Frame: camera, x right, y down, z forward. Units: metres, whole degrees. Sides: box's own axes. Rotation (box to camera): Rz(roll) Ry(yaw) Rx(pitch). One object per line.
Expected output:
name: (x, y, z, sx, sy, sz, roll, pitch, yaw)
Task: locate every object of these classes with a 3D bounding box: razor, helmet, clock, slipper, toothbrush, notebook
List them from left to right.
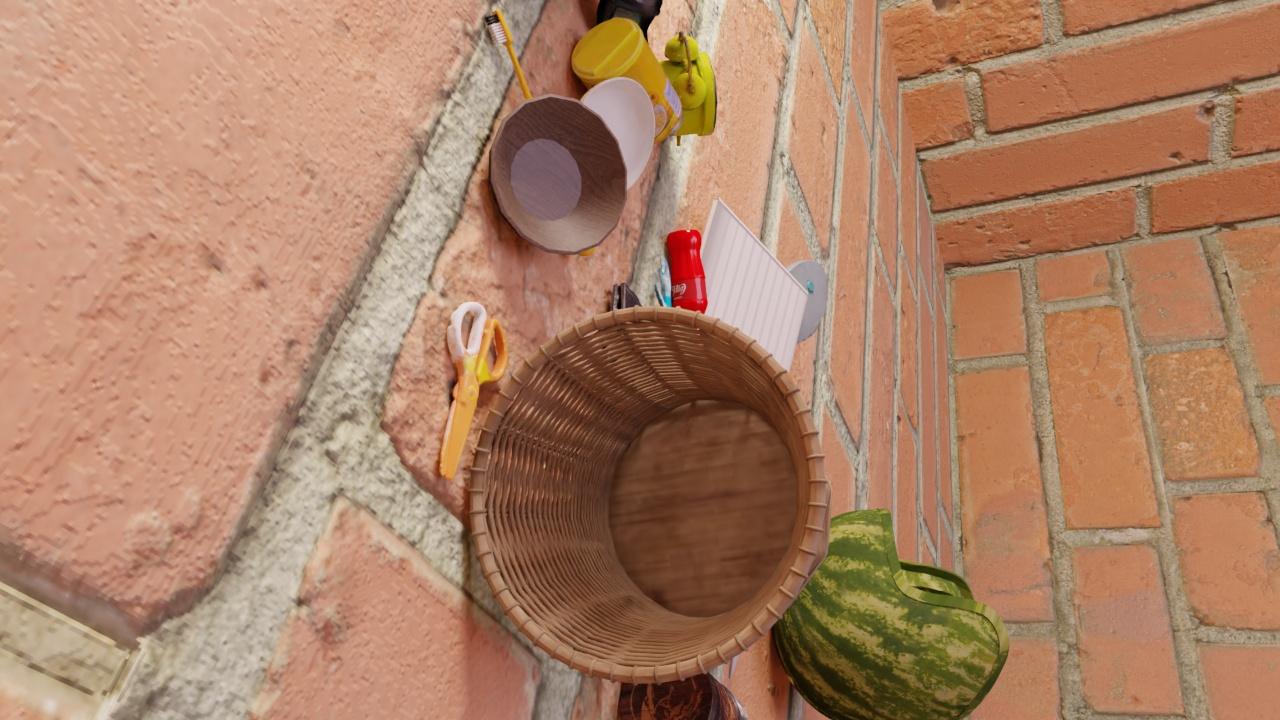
toothbrush: (-0.075, -0.173, 0.713, 0.030, 0.031, 0.197, -31, 112, -29)
razor: (-0.001, -0.295, 0.866, 0.053, 0.067, 0.151, -68, 150, -43)
clock: (0.047, -0.275, 0.923, 0.119, 0.057, 0.083, 98, -16, -68)
notebook: (0.127, -0.070, 1.061, 0.209, 0.009, 0.142, 37, 61, -41)
slipper: (0.155, -0.055, 1.140, 0.267, 0.055, 0.098, -28, 107, -48)
helmet: (0.276, 0.313, 1.089, 0.243, 0.247, 0.213, -55, 173, 6)

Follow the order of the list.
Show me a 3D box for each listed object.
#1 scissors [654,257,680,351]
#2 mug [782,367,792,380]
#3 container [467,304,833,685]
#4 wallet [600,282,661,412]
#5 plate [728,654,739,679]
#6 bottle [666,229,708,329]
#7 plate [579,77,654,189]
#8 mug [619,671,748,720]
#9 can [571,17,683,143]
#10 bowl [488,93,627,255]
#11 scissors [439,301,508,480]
scissors: (0.029, -0.037, 0.891, 0.133, 0.011, 0.138, -91, 170, -56)
mug: (0.114, 0.049, 1.020, 0.112, 0.078, 0.095, 35, 46, -21)
container: (0.028, 0.097, 0.639, 0.196, 0.227, 0.226, 33, 53, -67)
wallet: (-0.005, 0.005, 0.817, 0.099, 0.031, 0.119, 50, 38, -54)
plate: (0.110, 0.193, 0.918, 0.242, 0.016, 0.242, 8, 89, -83)
bottle: (0.050, -0.073, 0.945, 0.036, 0.036, 0.119, 0, 84, -65)
plate: (-0.031, -0.191, 0.784, 0.104, 0.026, 0.104, -29, 132, -37)
mug: (0.035, 0.286, 0.781, 0.107, 0.080, 0.115, 54, 11, -48)
can: (-0.010, -0.248, 0.826, 0.105, 0.068, 0.067, 46, 43, -53)
bowl: (-0.065, -0.136, 0.684, 0.117, 0.030, 0.118, 0, 90, -35)
scissors: (-0.113, 0.019, 0.593, 0.064, 0.013, 0.127, 54, 36, -46)
